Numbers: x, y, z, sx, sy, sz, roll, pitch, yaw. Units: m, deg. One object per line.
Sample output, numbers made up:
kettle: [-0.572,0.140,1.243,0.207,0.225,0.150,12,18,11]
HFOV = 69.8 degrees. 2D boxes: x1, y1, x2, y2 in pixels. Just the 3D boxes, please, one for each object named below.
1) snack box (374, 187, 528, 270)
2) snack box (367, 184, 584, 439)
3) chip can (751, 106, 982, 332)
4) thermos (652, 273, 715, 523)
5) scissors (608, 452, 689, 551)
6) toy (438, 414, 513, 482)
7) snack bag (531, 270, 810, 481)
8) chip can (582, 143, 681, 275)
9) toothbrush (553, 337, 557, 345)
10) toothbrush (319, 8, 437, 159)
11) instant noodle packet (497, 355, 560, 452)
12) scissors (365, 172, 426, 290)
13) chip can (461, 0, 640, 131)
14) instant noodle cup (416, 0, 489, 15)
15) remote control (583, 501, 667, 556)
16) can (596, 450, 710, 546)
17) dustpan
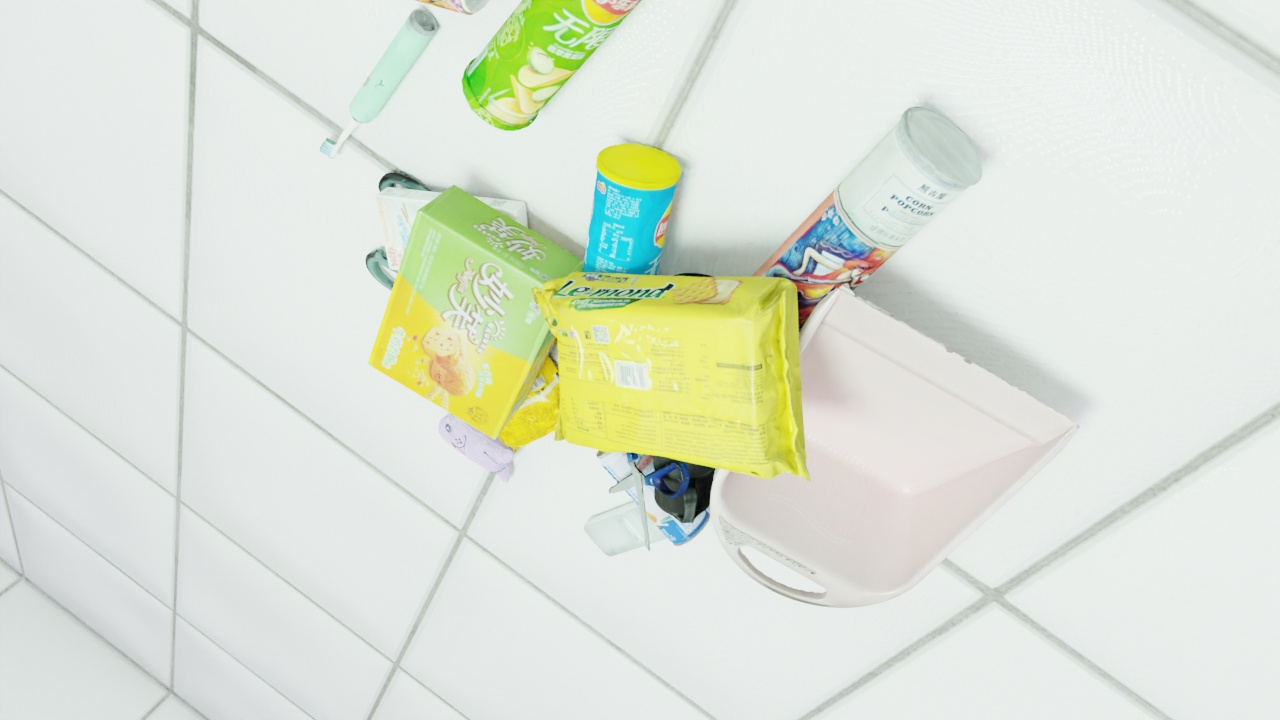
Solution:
snack box: [-0.186,-0.124,0.922,0.157,0.026,0.085,9,125,17]
snack box: [-0.164,-0.043,0.905,0.157,0.069,0.211,31,128,0]
chip can: [0.159,-0.095,0.711,0.071,0.071,0.215,41,136,-2]
thermos: [0.048,0.045,0.865,0.068,0.090,0.243,-4,122,-7]
scissors: [0.002,0.110,0.904,0.163,0.012,0.173,7,108,59]
toy: [-0.200,0.103,1.117,0.108,0.038,0.084,29,145,9]
snack bag: [0.020,0.010,0.752,0.247,0.068,0.158,5,111,32]
chip can: [-0.017,-0.084,0.824,0.071,0.071,0.211,24,131,15]
toothbrush: [-0.163,-0.055,0.970,0.190,0.016,0.016,25,136,5]
toothbrush: [-0.257,-0.256,0.882,0.027,0.026,0.225,32,140,-24]
instant noodle packet: [-0.128,0.044,1.021,0.129,0.044,0.111,-20,112,41]
scissors: [-0.234,-0.127,0.973,0.170,0.019,0.181,11,128,25]
chip can: [-0.061,-0.265,0.717,0.072,0.072,0.222,49,134,-9]
instant noodle cup: [-0.163,-0.329,0.717,0.099,0.111,0.112,23,134,3]
remote control: [-0.010,0.195,1.080,0.136,0.020,0.056,-29,104,44]
can: [0.013,0.136,0.995,0.134,0.053,0.053,49,134,-10]
dustpan: [0.185,0.103,0.769,0.222,0.138,0.274,28,149,1]
